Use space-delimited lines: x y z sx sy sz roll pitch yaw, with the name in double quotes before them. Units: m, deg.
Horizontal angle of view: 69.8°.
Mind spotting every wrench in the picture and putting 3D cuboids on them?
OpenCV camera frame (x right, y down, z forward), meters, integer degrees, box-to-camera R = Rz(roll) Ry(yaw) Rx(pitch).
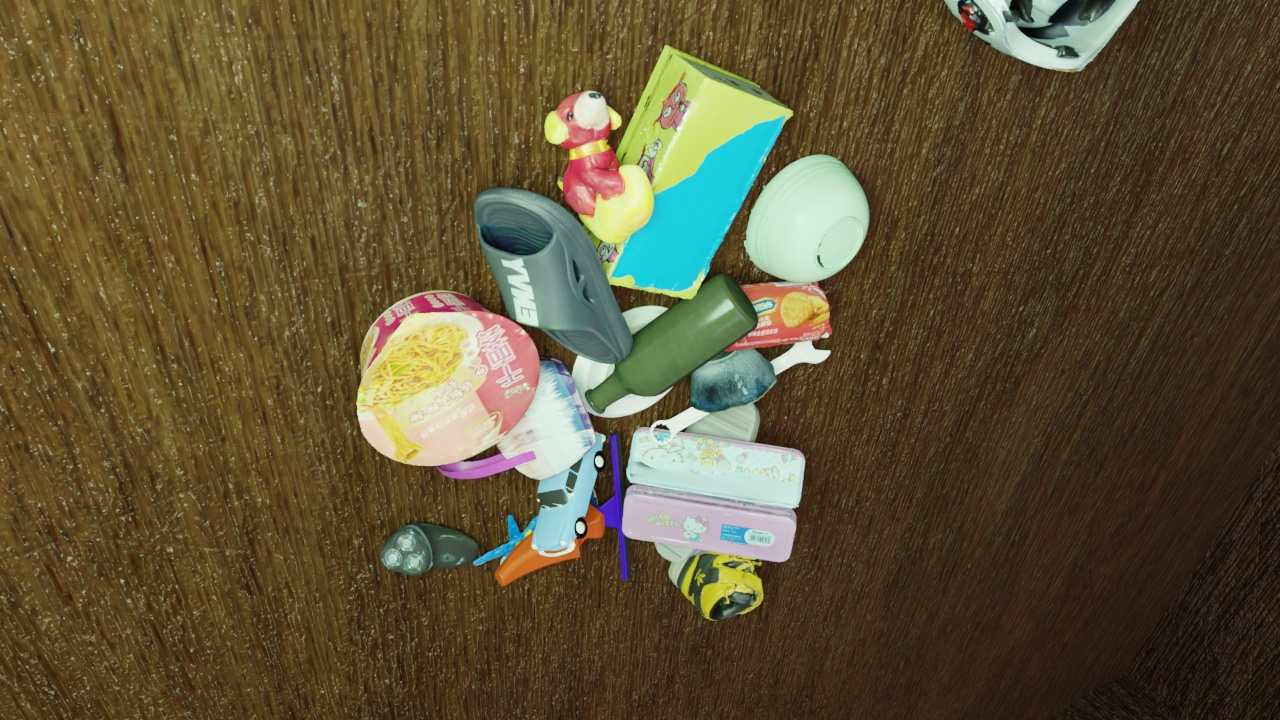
"wrench" 0.128 0.031 1.144 0.273 0.047 0.009 -29 171 -17

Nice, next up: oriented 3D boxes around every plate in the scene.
"plate" -0.006 0.006 1.060 0.156 0.014 0.157 -18 133 -21

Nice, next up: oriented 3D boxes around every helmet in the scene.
"helmet" 0.368 -0.416 0.862 0.263 0.163 0.237 19 108 -36

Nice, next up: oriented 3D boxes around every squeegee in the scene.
"squeegee" -0.098 0.220 1.126 0.184 0.055 0.250 -28 132 -31

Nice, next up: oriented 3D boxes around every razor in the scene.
"razor" -0.232 0.218 1.044 0.053 0.063 0.140 -48 148 10

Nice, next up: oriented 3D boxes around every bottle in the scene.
"bottle" 0.027 -0.009 0.994 0.207 0.071 0.071 -36 140 20

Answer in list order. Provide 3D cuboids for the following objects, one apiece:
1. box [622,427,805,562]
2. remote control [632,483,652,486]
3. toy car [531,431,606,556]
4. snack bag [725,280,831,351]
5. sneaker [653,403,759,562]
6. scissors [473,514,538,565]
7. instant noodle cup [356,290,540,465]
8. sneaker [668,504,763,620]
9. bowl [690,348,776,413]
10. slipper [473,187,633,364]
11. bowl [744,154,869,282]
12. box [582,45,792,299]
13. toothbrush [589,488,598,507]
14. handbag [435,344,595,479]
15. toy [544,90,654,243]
"box" 0.087 0.164 1.122 0.214 0.051 0.149 8 98 6
"remote control" 0.005 0.174 1.207 0.032 0.015 0.137 -17 133 -23
"toy car" -0.084 0.145 1.034 0.056 0.153 0.055 -16 136 39
"snack bag" 0.144 -0.054 1.072 0.176 0.082 0.082 -7 128 -30
"sneaker" 0.099 0.153 1.200 0.089 0.099 0.236 8 111 -57
"scissors" -0.152 0.225 1.137 0.125 0.014 0.131 -22 138 -29
"instant noodle cup" -0.193 0.009 0.887 0.178 0.077 0.179 -18 132 -21
"sneaker" 0.142 0.268 1.305 0.086 0.122 0.239 15 116 -43
"bowl" 0.103 0.012 1.091 0.110 0.110 0.055 -28 113 -13
"slipper" -0.089 -0.057 0.871 0.083 0.111 0.268 -64 150 -23
"bowl" 0.200 -0.147 1.032 0.150 0.077 0.151 -19 133 -22
"box" 0.037 -0.174 0.897 0.124 0.082 0.221 6 124 -37
"toothbrush" -0.068 0.157 1.141 0.021 0.017 0.135 -21 134 -13
"handbag" -0.142 0.072 0.983 0.170 0.068 0.144 -22 110 -5
"toy" -0.040 -0.173 0.833 0.067 0.106 0.137 -37 112 -43
